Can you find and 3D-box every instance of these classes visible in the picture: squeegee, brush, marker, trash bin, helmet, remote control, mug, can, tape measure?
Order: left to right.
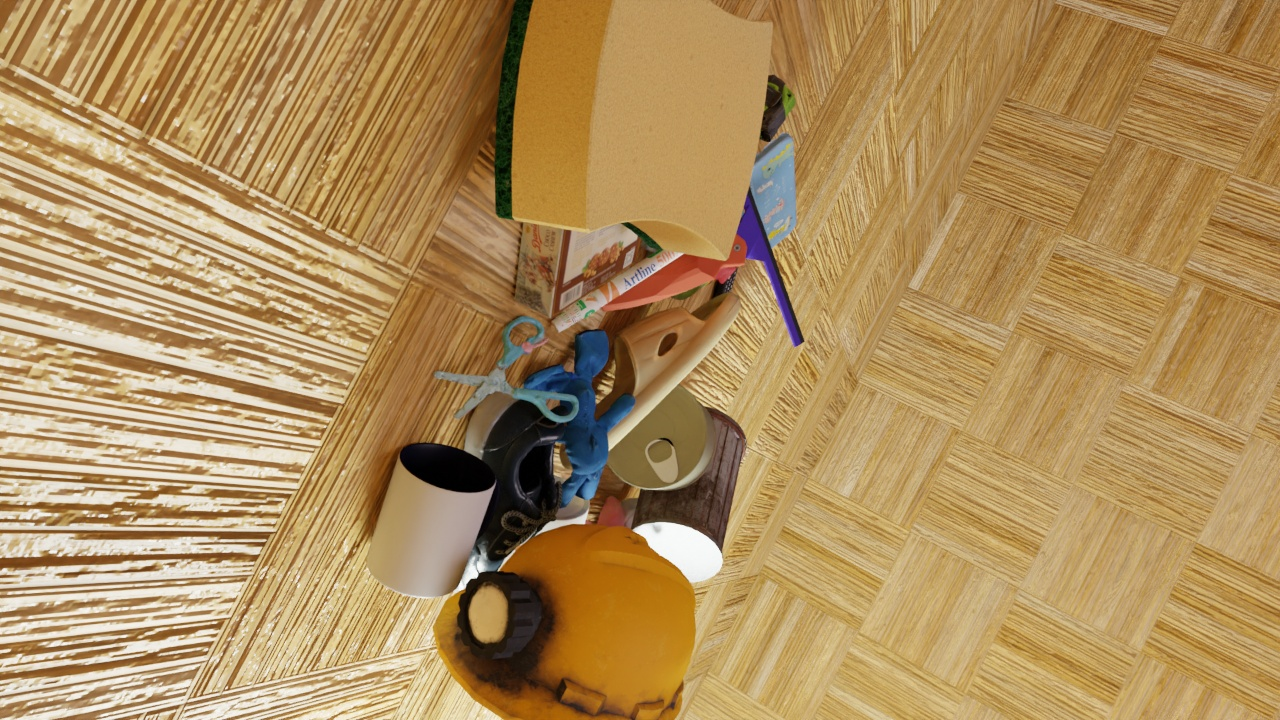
[{"bbox_3d":[-0.159,0.126,0.748,0.111,0.079,0.097,-4,120,-57],"label":"mug"},{"bbox_3d":[-0.104,0.184,0.959,0.082,0.082,0.105,-28,139,-57],"label":"mug"},{"bbox_3d":[-0.039,0.211,0.802,0.255,0.205,0.131,15,105,-51],"label":"helmet"},{"bbox_3d":[-0.020,-0.071,0.863,0.145,0.017,0.017,-34,153,-11],"label":"marker"},{"bbox_3d":[0.005,-0.184,0.674,0.249,0.075,0.195,-2,104,-60],"label":"brush"},{"bbox_3d":[0.023,0.091,1.087,0.127,0.128,0.073,-62,162,-2],"label":"can"},{"bbox_3d":[0.044,-0.092,0.912,0.184,0.250,0.055,-23,-166,-3],"label":"squeegee"},{"bbox_3d":[0.062,0.164,1.192,0.210,0.131,0.131,-73,172,-45],"label":"trash bin"},{"bbox_3d":[0.104,-0.071,1.243,0.033,0.015,0.147,-37,148,-50],"label":"remote control"},{"bbox_3d":[0.131,-0.276,0.986,0.065,0.059,0.036,-57,159,-9],"label":"tape measure"}]

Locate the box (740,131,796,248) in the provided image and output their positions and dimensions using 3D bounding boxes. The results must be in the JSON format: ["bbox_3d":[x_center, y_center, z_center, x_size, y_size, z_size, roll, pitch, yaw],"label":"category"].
[{"bbox_3d":[0.136,-0.198,1.039,0.079,0.072,0.210,-28,157,1],"label":"box"}]

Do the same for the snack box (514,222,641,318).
[{"bbox_3d":[-0.042,-0.128,0.776,0.142,0.041,0.147,-38,149,-49],"label":"snack box"}]

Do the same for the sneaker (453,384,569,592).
[{"bbox_3d":[-0.120,0.131,0.844,0.089,0.087,0.236,-32,144,-54],"label":"sneaker"}]

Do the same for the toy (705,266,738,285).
[{"bbox_3d":[0.084,-0.118,1.086,0.084,0.046,0.103,-37,162,-15],"label":"toy"}]

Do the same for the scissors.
[{"bbox_3d":[-0.102,0.023,0.757,0.015,0.120,0.138,-38,-172,48],"label":"scissors"}]

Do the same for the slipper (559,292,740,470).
[{"bbox_3d":[-0.006,0.006,0.987,0.261,0.079,0.111,-46,-171,-6],"label":"slipper"}]

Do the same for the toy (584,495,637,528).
[{"bbox_3d":[-0.034,0.251,1.210,0.212,0.084,0.142,-7,118,-65],"label":"toy"}]

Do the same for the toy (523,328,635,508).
[{"bbox_3d":[-0.066,0.061,0.894,0.112,0.071,0.176,-7,101,-37],"label":"toy"}]

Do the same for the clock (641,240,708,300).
[{"bbox_3d":[0.048,-0.111,0.997,0.119,0.042,0.095,-32,145,-40],"label":"clock"}]
